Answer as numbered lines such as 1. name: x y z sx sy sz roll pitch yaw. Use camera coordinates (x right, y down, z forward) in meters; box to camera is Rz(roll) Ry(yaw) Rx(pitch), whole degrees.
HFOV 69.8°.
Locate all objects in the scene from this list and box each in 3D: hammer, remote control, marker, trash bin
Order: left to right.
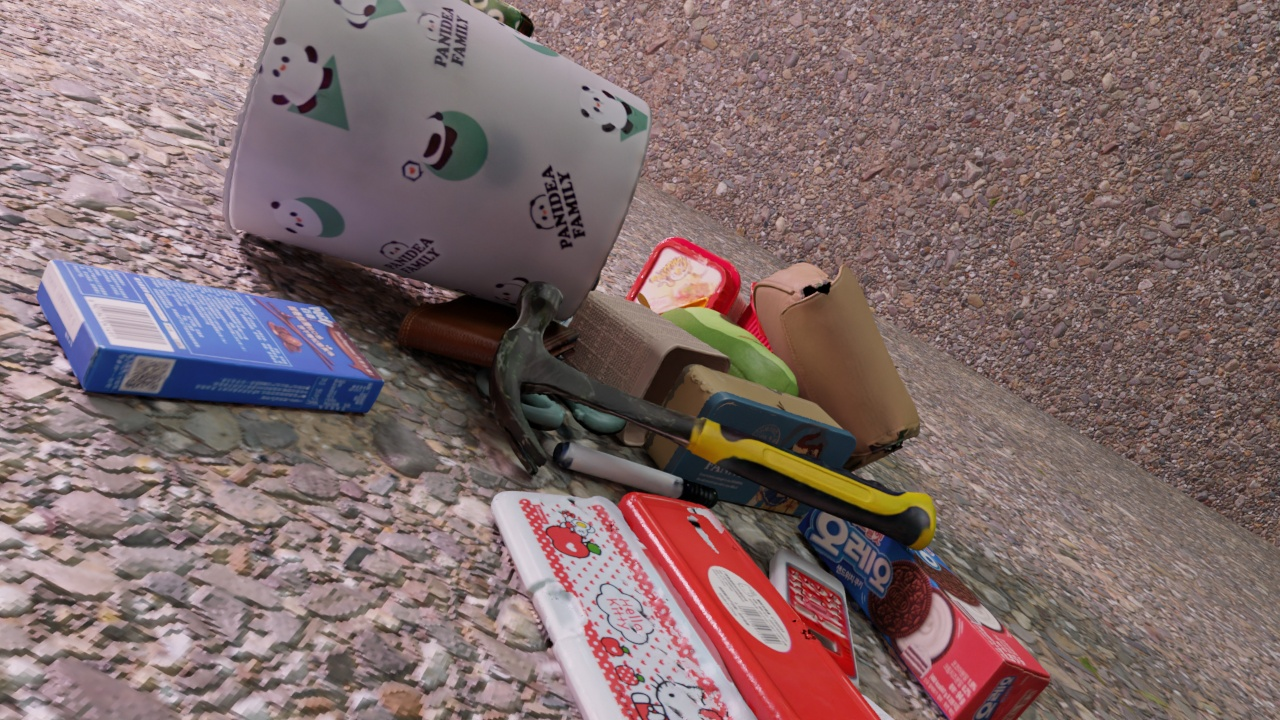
1. trash bin: -0.143 -0.155 0.687 0.251 0.230 0.229 21 17 -15
2. marker: -0.002 0.082 0.637 0.130 0.022 0.018 20 7 -27
3. hammer: 0.053 0.059 0.615 0.323 0.032 0.125 23 56 -9
4. remote control: 0.108 0.162 0.583 0.056 0.020 0.135 30 15 1

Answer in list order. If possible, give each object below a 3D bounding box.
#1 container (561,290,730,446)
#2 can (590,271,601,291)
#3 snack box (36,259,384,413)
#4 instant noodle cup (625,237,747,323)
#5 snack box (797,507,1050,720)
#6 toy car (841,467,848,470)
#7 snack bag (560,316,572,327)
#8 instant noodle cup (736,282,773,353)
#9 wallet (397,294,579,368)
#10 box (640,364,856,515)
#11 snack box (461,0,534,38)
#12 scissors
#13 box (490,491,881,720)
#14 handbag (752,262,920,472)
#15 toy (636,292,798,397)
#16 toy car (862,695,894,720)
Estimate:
1. container: -0.004 0.004 0.754 0.089 0.090 0.111 11 21 -50
2. can: -0.093 -0.091 0.912 0.075 0.075 0.111 34 16 13
3. snack box: -0.225 -0.010 0.494 0.084 0.026 0.157 41 18 34
4. instant noodle cup: 0.062 -0.065 1.064 0.117 0.116 0.124 31 3 26
5. snack box: 0.191 0.167 0.657 0.057 0.058 0.207 25 16 -31
6. toy car: 0.152 0.096 0.852 0.049 0.031 0.105 17 10 -36
7. snack bag: -0.055 -0.041 0.911 0.045 0.026 0.105 -2 16 9
8. instant noodle cup: 0.164 0.004 1.040 0.194 0.066 0.193 45 19 -21
9. wallet: -0.109 -0.019 0.686 0.101 0.032 0.124 17 14 11
10. box: 0.083 0.064 0.726 0.184 0.090 0.059 14 22 -39
11. snack box: -0.200 -0.221 0.813 0.114 0.240 0.063 29 13 -1
12. scissors: -0.072 0.015 0.703 0.139 0.019 0.180 11 16 -26
13. box: 0.018 0.132 0.474 0.157 0.038 0.201 17 19 -34
14. handbag: 0.186 0.003 0.864 0.204 0.099 0.148 65 -6 -4
15. toy: 0.072 0.003 0.877 0.227 0.090 0.247 32 3 -28
16. toy car: 0.134 0.206 0.470 0.090 0.034 0.042 39 21 34
